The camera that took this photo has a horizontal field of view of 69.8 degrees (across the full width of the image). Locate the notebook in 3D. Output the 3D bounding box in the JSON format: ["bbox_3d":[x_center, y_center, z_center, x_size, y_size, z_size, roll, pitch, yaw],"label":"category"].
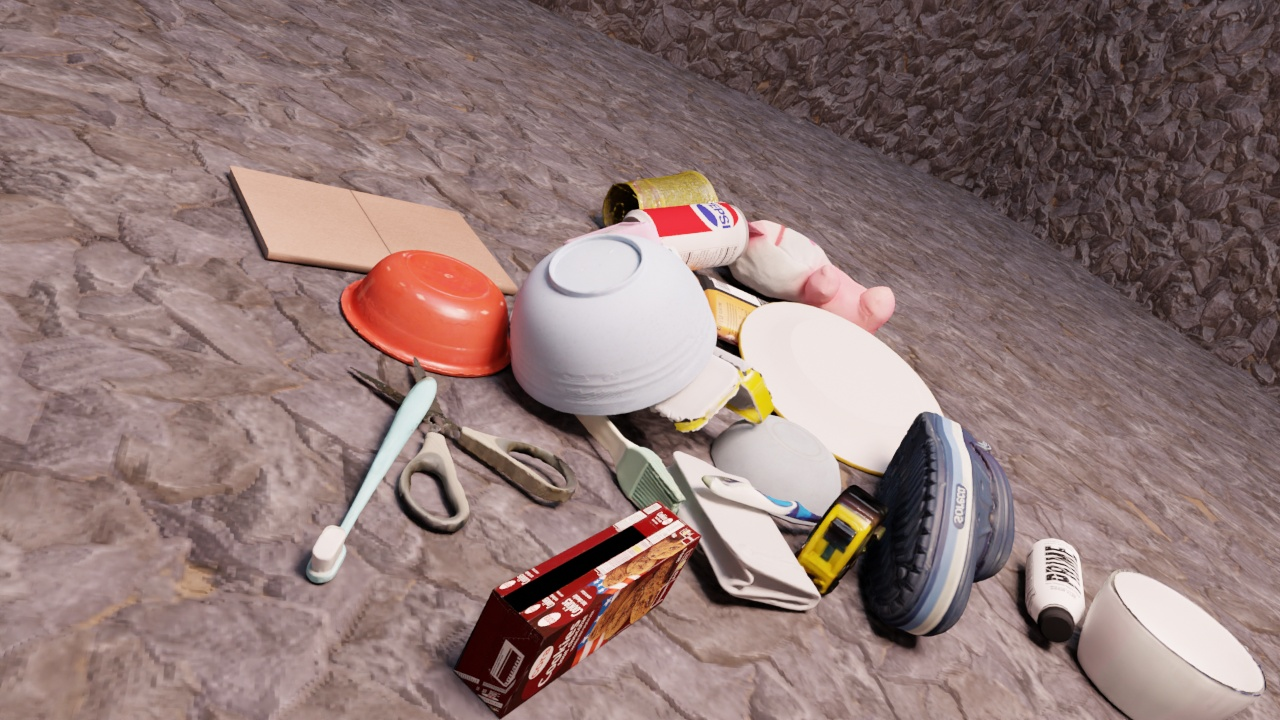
[{"bbox_3d":[-0.220,-0.107,0.766,0.208,0.008,0.141,6,31,-40],"label":"notebook"}]

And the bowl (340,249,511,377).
[{"bbox_3d":[-0.146,-0.043,0.667,0.130,0.045,0.130,22,24,-11],"label":"bowl"}]

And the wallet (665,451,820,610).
[{"bbox_3d":[0.060,0.112,0.591,0.086,0.032,0.116,26,19,-31],"label":"wallet"}]

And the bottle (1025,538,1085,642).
[{"bbox_3d":[0.318,0.178,0.706,0.041,0.041,0.115,32,24,12],"label":"bottle"}]

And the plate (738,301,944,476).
[{"bbox_3d":[0.200,0.017,0.877,0.229,0.021,0.229,19,37,-15],"label":"plate"}]

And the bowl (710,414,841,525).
[{"bbox_3d":[0.110,0.075,0.700,0.106,0.039,0.106,22,24,-11],"label":"bowl"}]

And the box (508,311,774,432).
[{"bbox_3d":[-0.005,0.004,0.707,0.210,0.080,0.084,30,-21,38],"label":"box"}]

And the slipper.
[{"bbox_3d":[0.227,0.109,0.669,0.095,0.105,0.252,29,24,6],"label":"slipper"}]

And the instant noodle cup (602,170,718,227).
[{"bbox_3d":[0.020,-0.169,1.052,0.108,0.102,0.102,-8,41,-39],"label":"instant noodle cup"}]

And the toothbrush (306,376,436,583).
[{"bbox_3d":[-0.139,0.054,0.496,0.016,0.017,0.180,15,28,-3],"label":"toothbrush"}]

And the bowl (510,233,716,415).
[{"bbox_3d":[-0.024,-0.040,0.643,0.150,0.075,0.150,-5,42,5],"label":"bowl"}]

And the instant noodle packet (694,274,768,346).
[{"bbox_3d":[0.143,-0.028,0.956,0.220,0.032,0.159,23,22,-10],"label":"instant noodle packet"}]

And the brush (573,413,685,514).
[{"bbox_3d":[-0.036,0.036,0.640,0.012,0.033,0.217,5,30,-41],"label":"brush"}]

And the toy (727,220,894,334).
[{"bbox_3d":[0.188,-0.097,1.077,0.213,0.084,0.142,33,3,3],"label":"toy"}]

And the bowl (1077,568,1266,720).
[{"bbox_3d":[0.370,0.213,0.657,0.116,0.066,0.116,23,24,-11],"label":"bowl"}]

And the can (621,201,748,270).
[{"bbox_3d":[0.046,-0.131,0.982,0.131,0.070,0.070,-12,42,-33],"label":"can"}]

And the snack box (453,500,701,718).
[{"bbox_3d":[-0.025,0.117,0.456,0.032,0.051,0.140,37,25,21],"label":"snack box"}]

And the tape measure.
[{"bbox_3d":[0.139,0.117,0.616,0.038,0.063,0.067,36,24,21],"label":"tape measure"}]

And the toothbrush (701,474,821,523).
[{"bbox_3d":[0.104,0.099,0.629,0.189,0.017,0.016,22,17,-42],"label":"toothbrush"}]

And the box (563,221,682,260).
[{"bbox_3d":[-0.008,-0.072,0.830,0.101,0.103,0.201,-21,10,-4],"label":"box"}]

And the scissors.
[{"bbox_3d":[-0.112,0.050,0.552,0.169,0.013,0.157,19,25,-8],"label":"scissors"}]
